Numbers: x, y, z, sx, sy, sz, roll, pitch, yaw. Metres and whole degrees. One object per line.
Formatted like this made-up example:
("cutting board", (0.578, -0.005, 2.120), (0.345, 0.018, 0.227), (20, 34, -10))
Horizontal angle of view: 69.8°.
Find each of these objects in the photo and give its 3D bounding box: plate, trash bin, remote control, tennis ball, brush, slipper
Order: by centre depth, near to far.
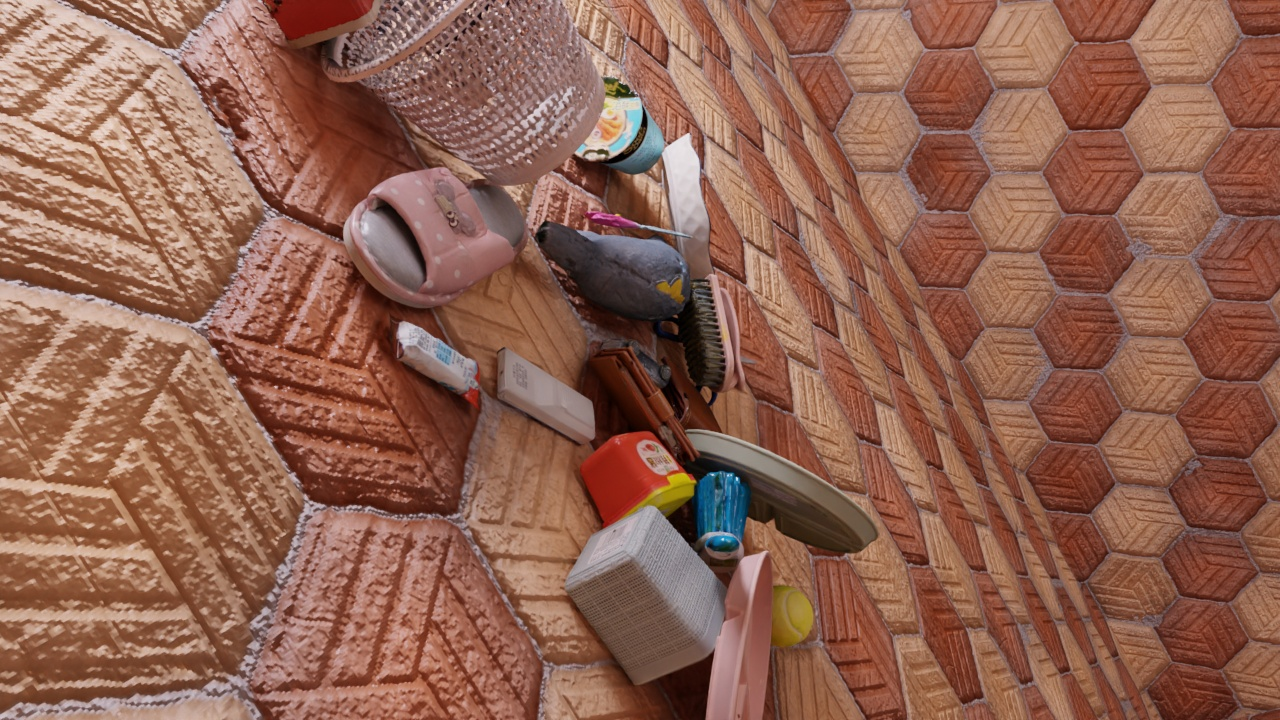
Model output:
("plate", (0.087, 0.279, 0.796), (0.229, 0.028, 0.229), (6, 89, -74))
("slipper", (-0.164, -0.120, 0.823), (0.114, 0.055, 0.273), (59, 24, -4))
("brush", (0.074, 0.151, 0.842), (0.315, 0.060, 0.109), (82, 12, -67))
("trash bin", (-0.142, -0.277, 0.844), (0.192, 0.228, 0.227), (45, 30, -43))
("remote control", (-0.086, 0.035, 0.849), (0.125, 0.024, 0.049), (34, 37, -42))
("plate", (0.137, 0.142, 0.965), (0.230, 0.231, 0.027), (41, 70, -35))
("tennis ball", (0.153, 0.276, 0.991), (0.065, 0.066, 0.065), (41, 33, -35))
("brush", (0.089, -0.028, 1.122), (0.073, 0.063, 0.145), (4, 63, -32))
("plate", (0.062, -0.194, 1.222), (0.205, 0.045, 0.205), (57, 24, -90))

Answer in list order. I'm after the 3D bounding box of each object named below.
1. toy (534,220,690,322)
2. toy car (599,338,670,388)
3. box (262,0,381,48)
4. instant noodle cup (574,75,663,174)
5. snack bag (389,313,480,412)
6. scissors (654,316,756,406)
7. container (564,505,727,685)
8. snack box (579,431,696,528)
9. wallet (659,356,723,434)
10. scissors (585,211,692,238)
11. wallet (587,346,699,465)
("toy", (-0.009, -0.104, 1.045), (0.138, 0.091, 0.355), (48, 18, 13))
("toy car", (-0.006, 0.006, 1.001), (0.090, 0.043, 0.034), (36, 63, -36))
("box", (-0.277, -0.356, 0.799), (0.077, 0.091, 0.168), (66, 15, -48))
("instant noodle cup", (-0.027, -0.295, 1.198), (0.120, 0.111, 0.111), (15, 51, -67))
("snack bag", (-0.163, 0.002, 0.738), (0.104, 0.026, 0.048), (35, 30, -41))
("scissors", (0.085, -0.008, 1.166), (0.175, 0.012, 0.162), (25, 54, -31))
("container", (0.004, 0.196, 0.781), (0.111, 0.090, 0.089), (53, 27, -11))
("snack box", (-0.006, 0.114, 0.861), (0.080, 0.082, 0.091), (54, 23, 17))
("wallet", (0.062, 0.061, 1.044), (0.101, 0.032, 0.124), (44, 12, -32))
("scissors", (0.000, -0.160, 1.090), (0.093, 0.137, 0.017), (-82, -176, -83))
("wallet", (0.002, 0.046, 0.929), (0.132, 0.031, 0.108), (56, -16, -9))
